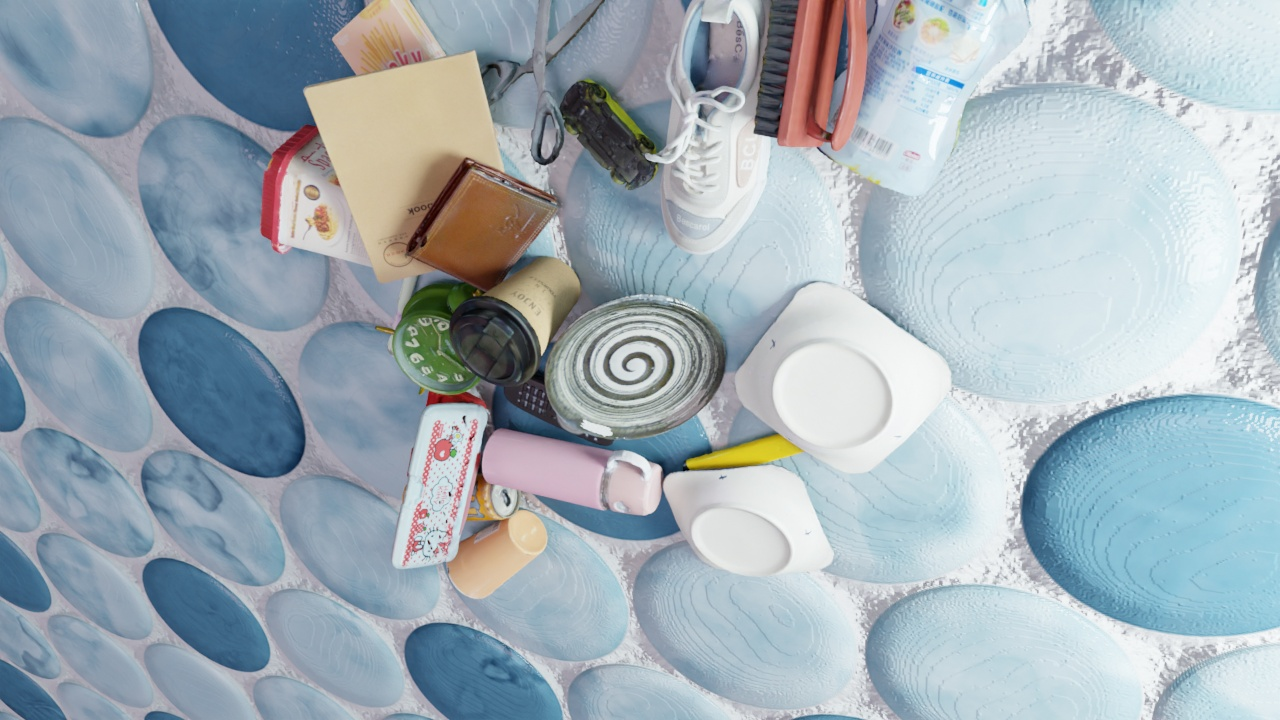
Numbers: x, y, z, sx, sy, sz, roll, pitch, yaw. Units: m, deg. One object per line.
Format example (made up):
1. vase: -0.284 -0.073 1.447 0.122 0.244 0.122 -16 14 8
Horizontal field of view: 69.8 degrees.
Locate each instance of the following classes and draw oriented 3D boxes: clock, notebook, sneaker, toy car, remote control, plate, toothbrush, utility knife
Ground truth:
1. clock: -0.192 -0.023 0.971 0.161 0.056 0.116 -16 119 24
2. notebook: -0.198 -0.169 0.838 0.147 0.008 0.208 -14 133 -5
3. sneaker: 0.057 -0.181 0.729 0.089 0.090 0.243 19 129 14
4. toy car: -0.024 -0.196 0.792 0.105 0.032 0.048 48 132 0
5. remote control: -0.084 0.050 0.996 0.136 0.024 0.053 25 127 8
6. plate: 0.110 0.182 0.974 0.164 0.034 0.164 -9 125 30
7. toothbrush: -0.250 -0.078 0.995 0.029 0.020 0.190 52 135 29
8. utility knife: 0.132 0.090 0.924 0.224 0.015 0.033 -20 115 34
9. plate: 0.178 0.026 0.837 0.163 0.034 0.165 35 124 3
10. plate: -0.005 0.005 0.890 0.179 0.024 0.180 -6 131 -7

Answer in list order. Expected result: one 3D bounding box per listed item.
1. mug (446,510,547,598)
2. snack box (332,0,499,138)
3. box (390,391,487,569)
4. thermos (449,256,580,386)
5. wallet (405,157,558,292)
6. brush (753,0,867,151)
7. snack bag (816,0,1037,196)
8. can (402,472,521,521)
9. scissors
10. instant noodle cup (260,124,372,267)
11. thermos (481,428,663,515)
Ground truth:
1. mug: -0.175 0.236 1.138 0.078 0.078 0.123 46 124 -9
2. snack box: -0.207 -0.253 0.850 0.085 0.026 0.157 -23 110 35
3. box: -0.238 0.134 1.034 0.095 0.100 0.202 21 106 24
4. thermos: -0.114 -0.042 0.871 0.093 0.142 0.093 14 127 19
5. wallet: -0.149 -0.123 0.865 0.101 0.032 0.125 20 126 -35
6. brush: 0.131 -0.229 0.666 0.069 0.063 0.146 18 111 33
7. snack bag: 0.204 -0.219 0.664 0.110 0.038 0.191 36 131 15
8. can: -0.219 0.167 1.119 0.146 0.058 0.058 -8 118 30
9. scissors: -0.086 -0.251 0.782 0.182 0.014 0.159 -12 100 41
10. instant noodle cup: -0.293 -0.157 0.910 0.124 0.116 0.117 20 129 -3
11. thermos: -0.076 0.118 1.008 0.199 0.067 0.087 10 140 22
